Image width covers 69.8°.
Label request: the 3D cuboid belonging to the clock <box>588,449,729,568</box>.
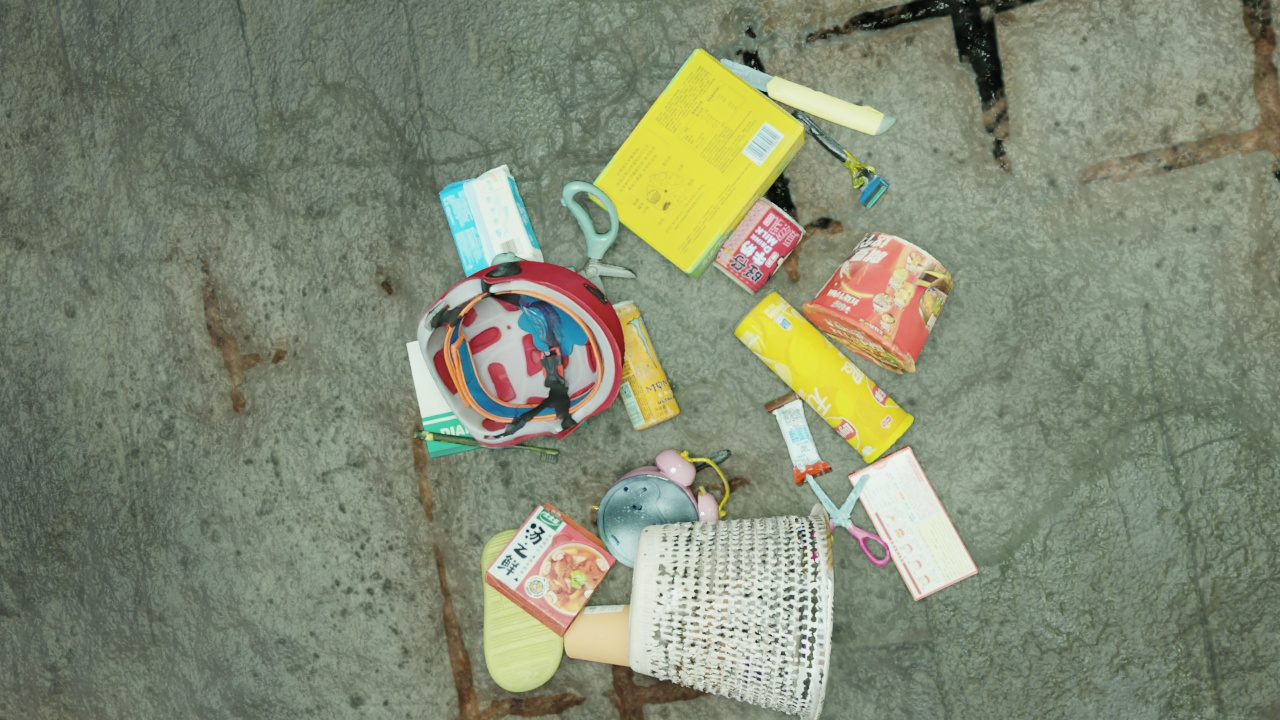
[{"bbox_3d":[0.027,0.168,1.058,0.159,0.059,0.117,-31,97,13],"label":"clock"}]

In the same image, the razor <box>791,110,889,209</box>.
[{"bbox_3d":[0.225,-0.237,1.049,0.142,0.022,0.043,47,142,11],"label":"razor"}]

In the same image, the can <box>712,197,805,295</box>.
[{"bbox_3d":[0.133,-0.129,1.043,0.066,0.066,0.094,39,97,9],"label":"can"}]

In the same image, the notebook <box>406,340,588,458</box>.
[{"bbox_3d":[-0.179,0.029,1.135,0.209,0.012,0.150,-13,89,11],"label":"notebook"}]

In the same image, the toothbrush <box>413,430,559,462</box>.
[{"bbox_3d":[-0.190,0.105,1.127,0.186,0.012,0.017,7,104,9],"label":"toothbrush"}]

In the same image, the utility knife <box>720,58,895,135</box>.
[{"bbox_3d":[0.188,-0.304,1.056,0.213,0.022,0.031,23,93,4],"label":"utility knife"}]

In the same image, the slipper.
[{"bbox_3d":[-0.140,0.298,1.096,0.091,0.082,0.190,-11,62,-2],"label":"slipper"}]

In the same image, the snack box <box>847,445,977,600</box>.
[{"bbox_3d":[0.304,0.181,1.029,0.077,0.027,0.155,-28,85,10],"label":"snack box"}]

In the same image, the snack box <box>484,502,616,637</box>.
[{"bbox_3d":[-0.098,0.234,1.067,0.113,0.044,0.126,33,57,9],"label":"snack box"}]

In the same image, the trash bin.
[{"bbox_3d":[0.089,0.255,0.954,0.192,0.227,0.227,4,91,4],"label":"trash bin"}]

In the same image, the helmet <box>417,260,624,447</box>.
[{"bbox_3d":[-0.116,-0.026,1.028,0.240,0.143,0.207,-13,117,24],"label":"helmet"}]

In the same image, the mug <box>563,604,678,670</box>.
[{"bbox_3d":[-0.023,0.320,1.073,0.123,0.078,0.078,-1,90,16],"label":"mug"}]

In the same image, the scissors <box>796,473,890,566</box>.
[{"bbox_3d":[0.229,0.185,1.034,0.135,0.017,0.133,33,111,17],"label":"scissors"}]

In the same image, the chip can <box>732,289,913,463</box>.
[{"bbox_3d":[0.203,0.016,1.028,0.213,0.072,0.072,45,98,9],"label":"chip can"}]

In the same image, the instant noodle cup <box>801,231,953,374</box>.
[{"bbox_3d":[0.260,-0.066,0.989,0.138,0.138,0.108,33,88,10],"label":"instant noodle cup"}]

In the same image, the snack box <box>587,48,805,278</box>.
[{"bbox_3d":[0.065,-0.223,1.055,0.157,0.070,0.210,39,97,9],"label":"snack box"}]

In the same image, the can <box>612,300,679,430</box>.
[{"bbox_3d":[-0.006,0.006,1.076,0.058,0.058,0.146,-23,86,10],"label":"can"}]

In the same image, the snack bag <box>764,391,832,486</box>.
[{"bbox_3d":[0.182,0.089,1.054,0.048,0.026,0.104,-24,85,4],"label":"snack bag"}]

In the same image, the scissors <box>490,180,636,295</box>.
[{"bbox_3d":[-0.095,-0.124,1.060,0.179,0.019,0.170,-12,131,4],"label":"scissors"}]

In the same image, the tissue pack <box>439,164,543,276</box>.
[{"bbox_3d":[-0.179,-0.159,1.108,0.090,0.063,0.140,-20,89,8],"label":"tissue pack"}]

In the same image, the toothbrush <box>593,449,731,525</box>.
[{"bbox_3d":[0.024,0.152,1.092,0.190,0.016,0.014,-29,80,11],"label":"toothbrush"}]
